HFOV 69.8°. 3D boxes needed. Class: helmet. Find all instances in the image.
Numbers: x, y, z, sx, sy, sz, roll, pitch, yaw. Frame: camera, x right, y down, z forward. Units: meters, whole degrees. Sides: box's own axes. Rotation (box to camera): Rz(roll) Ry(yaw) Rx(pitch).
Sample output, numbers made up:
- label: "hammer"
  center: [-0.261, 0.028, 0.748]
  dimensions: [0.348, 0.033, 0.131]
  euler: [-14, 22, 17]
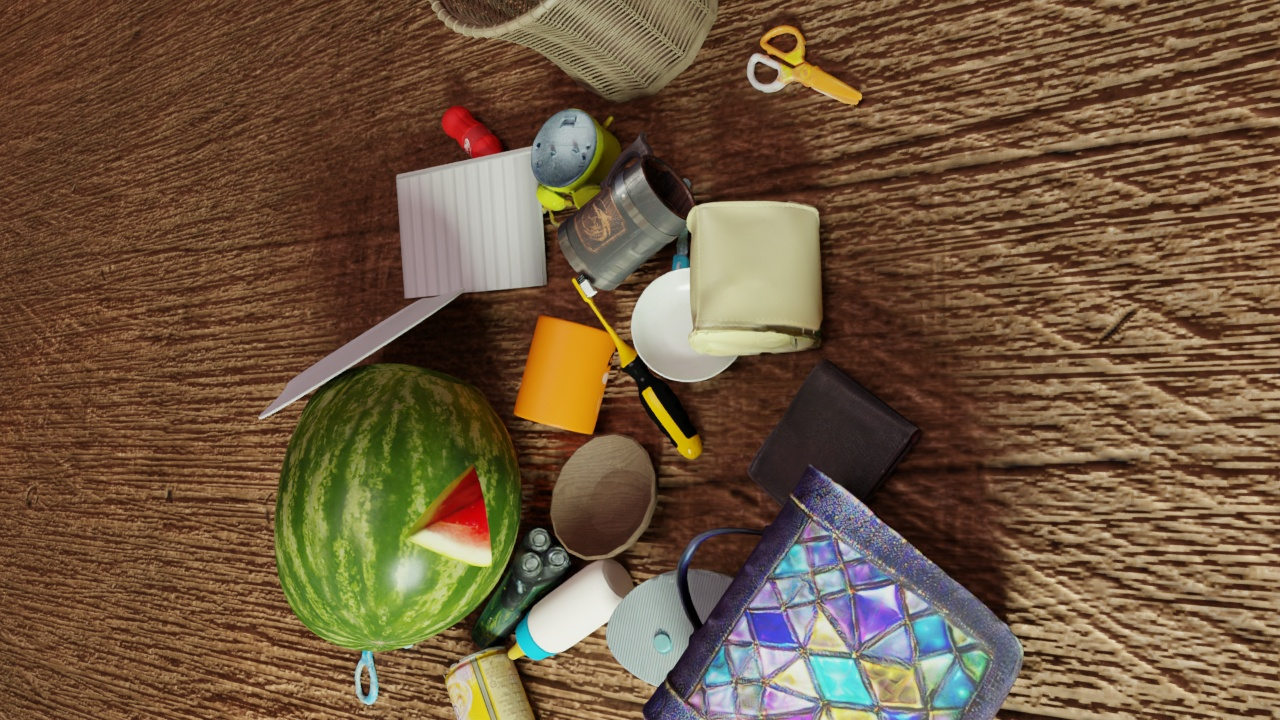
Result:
- label: "helmet"
  center: [-0.222, 0.139, 0.847]
  dimensions: [0.244, 0.213, 0.246]
  euler: [-19, 56, 44]

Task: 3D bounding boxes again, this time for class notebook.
- label: "notebook"
  center: [-0.189, -0.146, 1.004]
  dimensions: [0.210, 0.009, 0.142]
  euler: [-2, 93, 35]

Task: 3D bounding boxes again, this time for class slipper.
- label: "slipper"
  center: [0.104, 0.226, 0.727]
  dimensions: [0.269, 0.054, 0.098]
  euler: [6, 81, 24]

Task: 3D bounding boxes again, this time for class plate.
- label: "plate"
  center: [0.045, -0.030, 0.814]
  dimensions: [0.104, 0.026, 0.104]
  euler: [-3, 76, 11]
- label: "plate"
  center: [-0.288, -0.015, 0.945]
  dimensions: [0.243, 0.241, 0.016]
  euler: [-26, 103, 28]

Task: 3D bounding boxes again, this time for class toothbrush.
- label: "toothbrush"
  center: [-0.005, 0.005, 0.822]
  dimensions: [0.031, 0.031, 0.196]
  euler: [-38, 81, 19]

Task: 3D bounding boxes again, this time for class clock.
- label: "clock"
  center: [-0.066, -0.191, 0.918]
  dimensions: [0.083, 0.057, 0.119]
  euler: [10, 86, 35]

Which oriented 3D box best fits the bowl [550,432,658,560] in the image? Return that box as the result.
- label: "bowl"
  center: [-0.028, 0.126, 0.835]
  dimensions: [0.118, 0.030, 0.117]
  euler: [-17, 59, 30]

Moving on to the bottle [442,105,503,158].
- label: "bottle"
  center: [-0.178, -0.240, 1.017]
  dimensions: [0.119, 0.036, 0.036]
  euler: [46, 107, 32]

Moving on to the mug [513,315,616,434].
- label: "mug"
  center: [-0.078, 0.012, 0.881]
  dimensions: [0.113, 0.077, 0.096]
  euler: [12, 87, 62]

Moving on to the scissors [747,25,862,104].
- label: "scissors"
  center: [0.145, -0.251, 0.810]
  dimensions: [0.128, 0.013, 0.064]
  euler: [44, 106, 34]

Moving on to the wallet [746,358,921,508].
- label: "wallet"
  center: [0.151, 0.074, 0.732]
  dimensions: [0.099, 0.031, 0.120]
  euler: [43, 108, 36]

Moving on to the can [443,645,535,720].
- label: "can"
  center: [-0.136, 0.329, 0.854]
  dimensions: [0.068, 0.067, 0.105]
  euler: [-39, 61, 22]

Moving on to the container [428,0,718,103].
- label: "container"
  center: [-0.054, -0.371, 0.860]
  dimensions: [0.227, 0.196, 0.226]
  euler: [-8, 76, 33]

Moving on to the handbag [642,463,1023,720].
- label: "handbag"
  center: [0.120, 0.196, 0.630]
  dimensions: [0.222, 0.125, 0.205]
  euler: [34, 90, 22]

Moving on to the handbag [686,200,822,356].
- label: "handbag"
  center: [0.094, -0.064, 0.761]
  dimensions: [0.111, 0.081, 0.119]
  euler: [0, 74, 3]

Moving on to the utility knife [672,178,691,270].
- label: "utility knife"
  center: [0.035, -0.085, 0.853]
  dimensions: [0.022, 0.015, 0.181]
  euler: [-5, 75, 28]

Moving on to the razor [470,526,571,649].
- label: "razor"
  center: [-0.120, 0.220, 0.867]
  dimensions: [0.054, 0.067, 0.152]
  euler: [44, 111, 17]

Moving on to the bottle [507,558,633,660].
- label: "bottle"
  center: [-0.071, 0.235, 0.837]
  dimensions: [0.146, 0.051, 0.051]
  euler: [-40, 61, 22]

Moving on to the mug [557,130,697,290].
- label: "mug"
  center: [-0.016, -0.142, 0.854]
  dimensions: [0.107, 0.080, 0.115]
  euler: [-36, 56, 30]

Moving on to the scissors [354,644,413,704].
- label: "scissors"
  center: [-0.288, 0.300, 1.001]
  dimensions: [0.138, 0.011, 0.134]
  euler: [-28, 64, 28]
